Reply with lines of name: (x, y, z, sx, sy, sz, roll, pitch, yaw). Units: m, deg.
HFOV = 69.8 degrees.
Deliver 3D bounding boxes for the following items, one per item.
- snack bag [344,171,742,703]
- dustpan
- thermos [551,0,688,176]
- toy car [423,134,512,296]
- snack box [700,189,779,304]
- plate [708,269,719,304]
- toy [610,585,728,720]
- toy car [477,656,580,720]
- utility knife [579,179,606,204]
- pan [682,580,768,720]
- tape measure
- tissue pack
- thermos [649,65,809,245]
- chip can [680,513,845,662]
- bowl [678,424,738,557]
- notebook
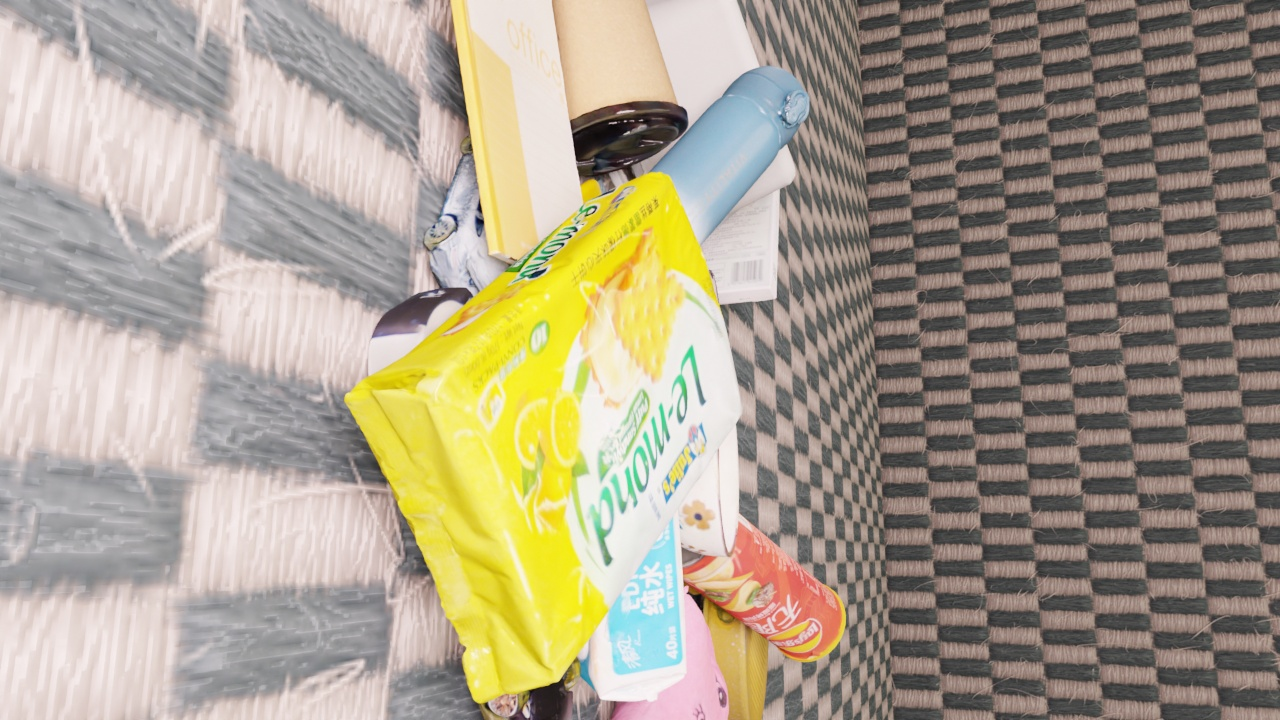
snack bag: (-0.032, 0.019, 0.448, 0.245, 0.068, 0.158, -48, 129, -46)
dustpan: (0.039, -0.222, 0.800, 0.257, 0.143, 0.223, -89, 156, -68)
thermos: (-0.022, -0.203, 0.630, 0.093, 0.093, 0.143, 1, 77, -70)
toy car: (-0.083, -0.078, 0.504, 0.054, 0.037, 0.120, 61, 29, -49)
snack box: (0.098, -0.131, 0.938, 0.027, 0.085, 0.156, 51, 40, -55)
plate: (0.054, 0.016, 0.825, 0.192, 0.039, 0.192, -4, 89, -81)
toy: (0.019, 0.250, 0.654, 0.194, 0.075, 0.178, -11, 105, -70)
toy car: (-0.066, 0.131, 0.494, 0.070, 0.042, 0.158, 16, 65, -65)
utility knife: (-0.050, -0.096, 0.627, 0.173, 0.015, 0.033, -55, 143, -62)
pan: (0.060, 0.215, 0.828, 0.358, 0.078, 0.197, 71, 22, -51)
tape measure: (-0.100, 0.004, 0.444, 0.065, 0.034, 0.066, -56, 136, -60)
tissue pack: (-0.019, 0.131, 0.559, 0.090, 0.063, 0.140, 175, -88, -68)
thermos: (0.040, -0.125, 0.657, 0.220, 0.070, 0.070, -50, 141, -18)
chip can: (0.091, 0.176, 0.743, 0.216, 0.073, 0.073, 44, 44, -40)
bowl: (0.031, 0.074, 0.619, 0.113, 0.062, 0.113, -1, 89, -79)
notebook: (-0.067, -0.146, 0.522, 0.145, 0.010, 0.206, 14, 66, -72)
